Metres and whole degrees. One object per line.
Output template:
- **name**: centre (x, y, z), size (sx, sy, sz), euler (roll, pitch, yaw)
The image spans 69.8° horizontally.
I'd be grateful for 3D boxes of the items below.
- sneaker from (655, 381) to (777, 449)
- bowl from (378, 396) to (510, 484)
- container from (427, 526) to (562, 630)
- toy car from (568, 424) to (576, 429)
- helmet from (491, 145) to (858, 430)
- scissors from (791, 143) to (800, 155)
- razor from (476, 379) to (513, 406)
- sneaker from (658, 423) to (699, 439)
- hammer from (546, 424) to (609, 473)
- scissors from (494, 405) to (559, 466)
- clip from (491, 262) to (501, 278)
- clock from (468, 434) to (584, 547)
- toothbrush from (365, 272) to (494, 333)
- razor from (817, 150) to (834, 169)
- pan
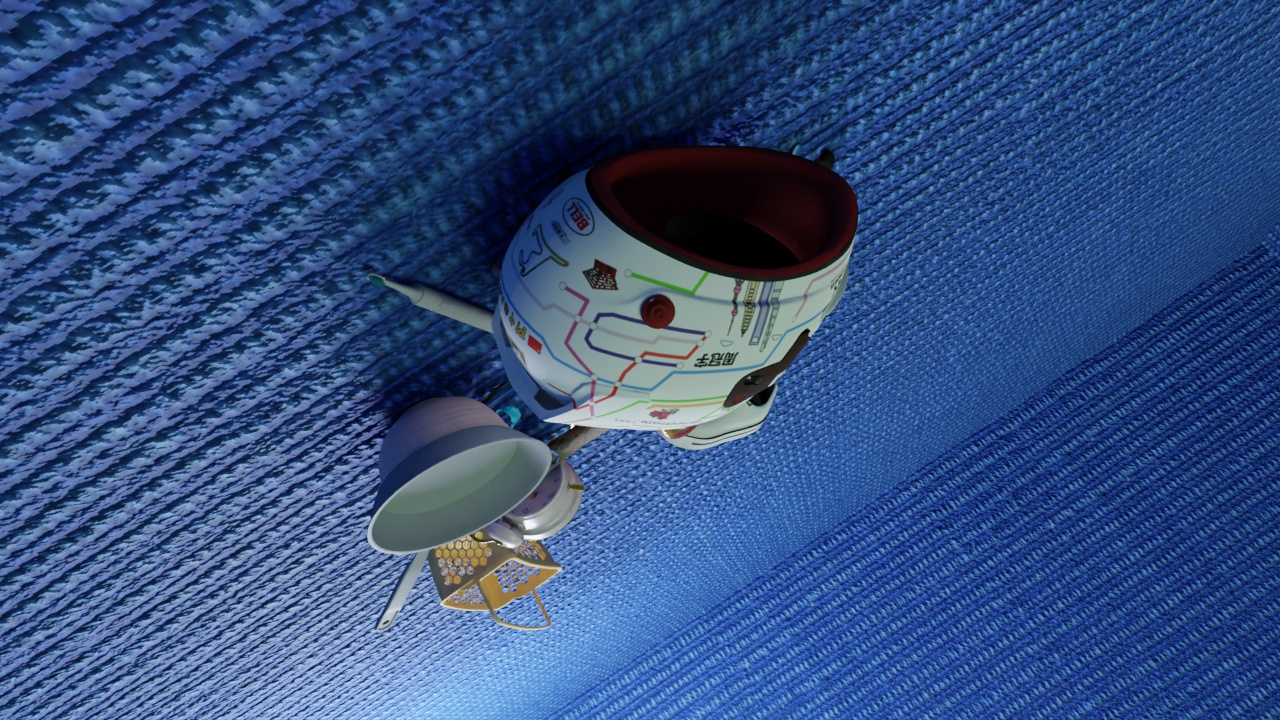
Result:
- **sneaker**: centre (0.114, 0.057, 1.323), size (0.244, 0.091, 0.097), euler (-5, 132, -42)
- **bowl**: centre (-0.215, 0.089, 0.979), size (0.152, 0.076, 0.153), euler (-27, 154, -15)
- **container**: centre (-0.200, 0.309, 1.296), size (0.129, 0.167, 0.183), euler (-36, 156, 5)
- **toy car**: centre (-0.051, 0.071, 1.211), size (0.089, 0.025, 0.038), euler (-22, 153, -24)
- **helmet**: centre (0.026, -0.054, 0.818), size (0.313, 0.231, 0.237), euler (-10, 140, -29)
- **scissors**: centre (0.137, -0.173, 0.973), size (0.130, 0.013, 0.125), euler (10, 112, -45)
- **razor**: centre (-0.127, 0.017, 1.024), size (0.141, 0.018, 0.044), euler (-30, 180, -2)
- **sneaker**: centre (-0.006, 0.006, 1.101), size (0.116, 0.091, 0.242), euler (-37, 137, -5)
- **hammer**: centre (-0.027, 0.050, 1.050), size (0.331, 0.033, 0.120), euler (-35, 130, 30)
- **scissors**: centre (-0.152, 0.113, 1.096), size (0.130, 0.119, 0.014), euler (-62, 180, 34)
- **clip**: centre (-0.120, -0.078, 0.855), size (0.045, 0.023, 0.060), euler (-22, 152, -14)
- **clock**: centre (-0.154, 0.174, 1.171), size (0.158, 0.116, 0.059), euler (-31, 145, -6)
- **toothbrush**: centre (-0.181, -0.052, 0.828), size (0.018, 0.019, 0.187), euler (-42, 155, 13)
- **razor**: centre (0.194, -0.184, 1.049), size (0.044, 0.021, 0.144), euler (-23, 152, -22)
- **pan**: centre (-0.225, 0.184, 0.985), size (0.200, 0.050, 0.358), euler (-5, 144, -45)
